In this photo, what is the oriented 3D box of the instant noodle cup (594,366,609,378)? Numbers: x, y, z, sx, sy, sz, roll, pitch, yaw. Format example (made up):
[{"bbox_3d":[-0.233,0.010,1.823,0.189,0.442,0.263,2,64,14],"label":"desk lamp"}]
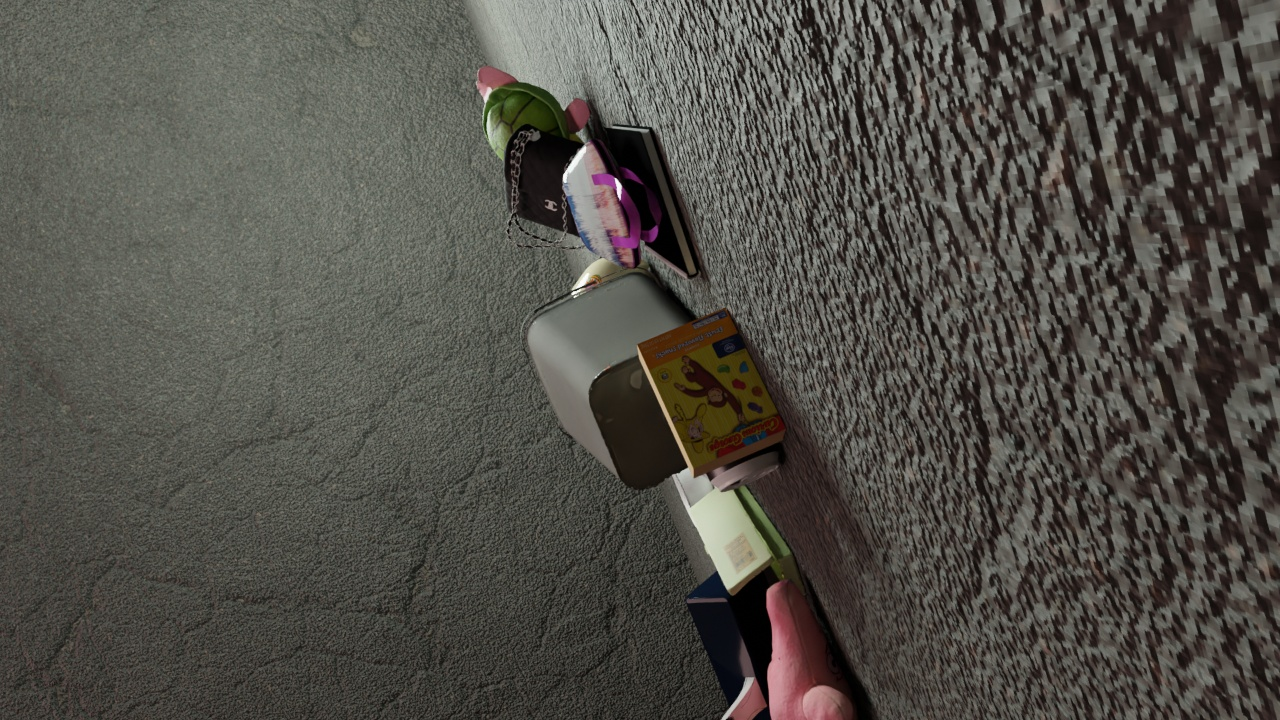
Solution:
[{"bbox_3d":[-0.008,0.007,1.265,0.123,0.123,0.121,-122,32,-64],"label":"instant noodle cup"}]

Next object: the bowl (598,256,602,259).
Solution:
[{"bbox_3d":[-0.048,-0.127,1.423,0.052,0.124,0.124,24,177,-4],"label":"bowl"}]

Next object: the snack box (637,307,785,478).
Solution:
[{"bbox_3d":[0.063,0.029,0.833,0.040,0.088,0.125,79,167,-70],"label":"snack box"}]

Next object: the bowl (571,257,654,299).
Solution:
[{"bbox_3d":[-0.024,-0.103,1.221,0.074,0.118,0.118,-66,22,16],"label":"bowl"}]

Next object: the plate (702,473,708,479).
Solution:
[{"bbox_3d":[0.037,0.106,1.340,0.188,0.016,0.188,39,-177,-3],"label":"plate"}]

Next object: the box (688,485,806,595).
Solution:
[{"bbox_3d":[0.136,0.224,1.127,0.083,0.091,0.188,44,-172,-23],"label":"box"}]

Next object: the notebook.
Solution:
[{"bbox_3d":[0.009,-0.170,0.955,0.206,0.016,0.149,-127,16,-71],"label":"notebook"}]

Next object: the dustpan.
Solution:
[{"bbox_3d":[0.145,0.373,1.102,0.080,0.272,0.236,-17,98,45],"label":"dustpan"}]

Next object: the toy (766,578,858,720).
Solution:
[{"bbox_3d":[0.185,0.357,1.022,0.192,0.097,0.237,-119,17,-86],"label":"toy"}]

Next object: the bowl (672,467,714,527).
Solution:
[{"bbox_3d":[0.093,0.202,1.455,0.113,0.063,0.113,156,91,-86],"label":"bowl"}]

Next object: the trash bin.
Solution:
[{"bbox_3d":[-0.008,0.023,1.083,0.197,0.197,0.220,69,169,-23],"label":"trash bin"}]

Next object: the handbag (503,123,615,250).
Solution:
[{"bbox_3d":[-0.104,-0.208,1.118,0.154,0.114,0.125,24,145,23],"label":"handbag"}]

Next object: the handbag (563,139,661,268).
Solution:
[{"bbox_3d":[-0.020,-0.156,0.938,0.170,0.068,0.144,-145,35,-69],"label":"handbag"}]

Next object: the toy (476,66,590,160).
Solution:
[{"bbox_3d":[-0.133,-0.290,1.224,0.238,0.087,0.191,46,141,-8],"label":"toy"}]

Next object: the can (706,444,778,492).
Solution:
[{"bbox_3d":[0.078,0.056,0.888,0.072,0.072,0.128,83,164,-74],"label":"can"}]
